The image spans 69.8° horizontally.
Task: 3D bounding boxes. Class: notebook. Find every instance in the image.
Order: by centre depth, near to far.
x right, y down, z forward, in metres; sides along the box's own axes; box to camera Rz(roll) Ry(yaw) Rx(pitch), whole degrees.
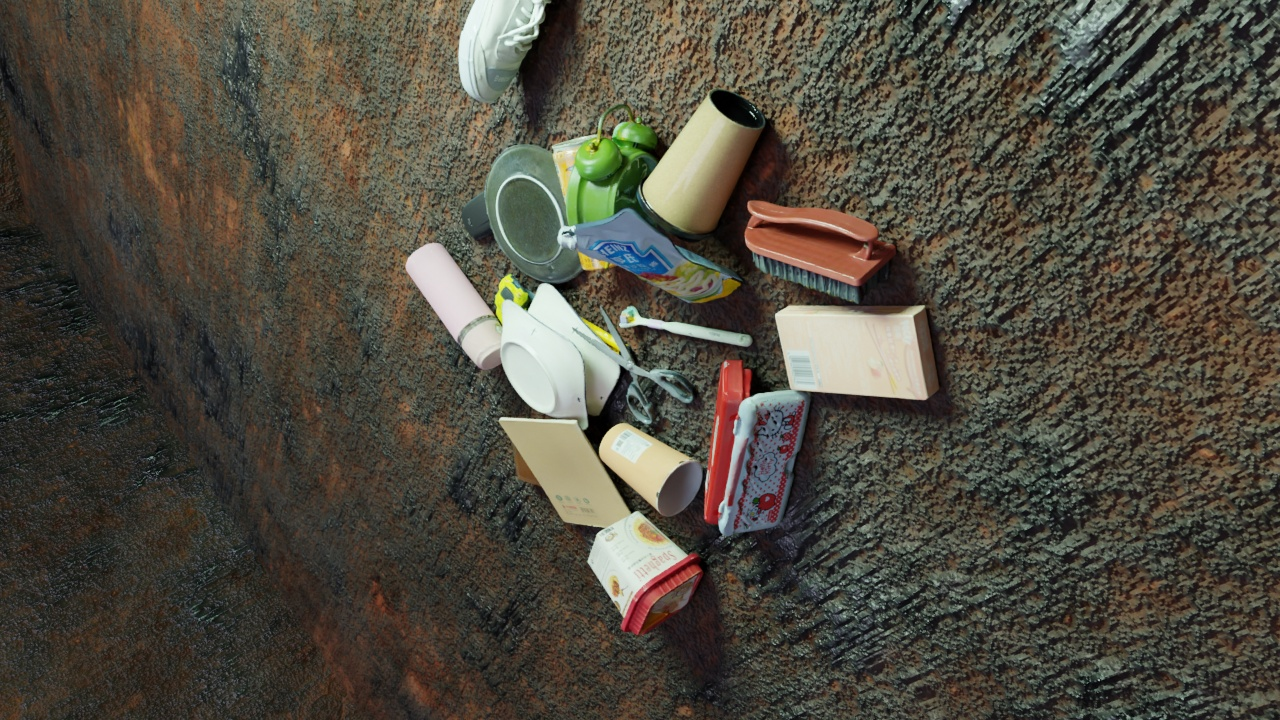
[{"bbox_3d":[-0.097,0.159,1.273,0.148,0.008,0.208,-1,129,39],"label":"notebook"}]

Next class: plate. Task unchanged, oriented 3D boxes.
[{"bbox_3d":[-0.132,-0.176,1.137,0.180,0.024,0.180,18,124,30],"label":"plate"},{"bbox_3d":[-0.135,0.014,1.197,0.164,0.034,0.164,34,143,32],"label":"plate"},{"bbox_3d":[-0.103,-0.006,1.202,0.164,0.034,0.164,48,148,13],"label":"plate"}]

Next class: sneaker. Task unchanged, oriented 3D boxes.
[{"bbox_3d":[-0.126,-0.380,0.982,0.091,0.089,0.243,37,130,20],"label":"sneaker"}]

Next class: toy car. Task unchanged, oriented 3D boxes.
[{"bbox_3d":[-0.179,-0.073,1.256,0.048,0.032,0.105,47,150,17],"label":"toy car"}]

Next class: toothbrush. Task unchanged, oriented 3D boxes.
[{"bbox_3d":[0.049,-0.036,1.048,0.190,0.029,0.020,14,164,41],"label":"toothbrush"}]

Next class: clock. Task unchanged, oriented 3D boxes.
[{"bbox_3d":[-0.024,-0.187,0.963,0.056,0.115,0.161,15,127,28],"label":"clock"}]

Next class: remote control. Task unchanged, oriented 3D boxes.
[{"bbox_3d":[-0.206,-0.196,1.224,0.137,0.024,0.053,-17,101,51],"label":"remote control"}]

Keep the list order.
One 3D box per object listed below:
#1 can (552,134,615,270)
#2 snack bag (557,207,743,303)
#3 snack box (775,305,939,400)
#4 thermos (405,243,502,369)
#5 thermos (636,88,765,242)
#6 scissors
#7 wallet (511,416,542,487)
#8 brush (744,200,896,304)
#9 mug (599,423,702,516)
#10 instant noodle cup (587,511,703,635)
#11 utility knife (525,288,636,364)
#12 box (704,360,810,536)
[{"bbox_3d":[-0.056,-0.178,1.044,0.058,0.058,0.146,6,117,46],"label":"can"},{"bbox_3d":[0.011,-0.103,0.924,0.110,0.190,0.038,4,78,45],"label":"snack bag"},{"bbox_3d":[0.206,-0.010,0.886,0.157,0.026,0.084,3,115,46],"label":"snack box"},{"bbox_3d":[-0.252,-0.076,1.314,0.067,0.087,0.198,-46,70,17],"label":"thermos"},{"bbox_3d":[0.060,-0.188,0.896,0.093,0.092,0.144,47,131,17],"label":"thermos"},{"bbox_3d":[-0.007,0.010,1.107,0.160,0.014,0.181,9,132,31],"label":"scissors"},{"bbox_3d":[-0.142,0.142,1.356,0.125,0.032,0.101,13,120,42],"label":"wallet"},{"bbox_3d":[0.158,-0.109,0.851,0.146,0.063,0.069,24,140,39],"label":"brush"},{"bbox_3d":[0.008,0.131,1.153,0.123,0.078,0.078,31,133,37],"label":"mug"},{"bbox_3d":[0.001,0.278,1.220,0.124,0.116,0.117,46,139,27],"label":"instant noodle cup"},{"bbox_3d":[-0.088,-0.045,1.194,0.223,0.015,0.033,31,131,33],"label":"utility knife"},{"bbox_3d":[0.129,0.103,1.020,0.100,0.095,0.202,6,126,2],"label":"box"}]
